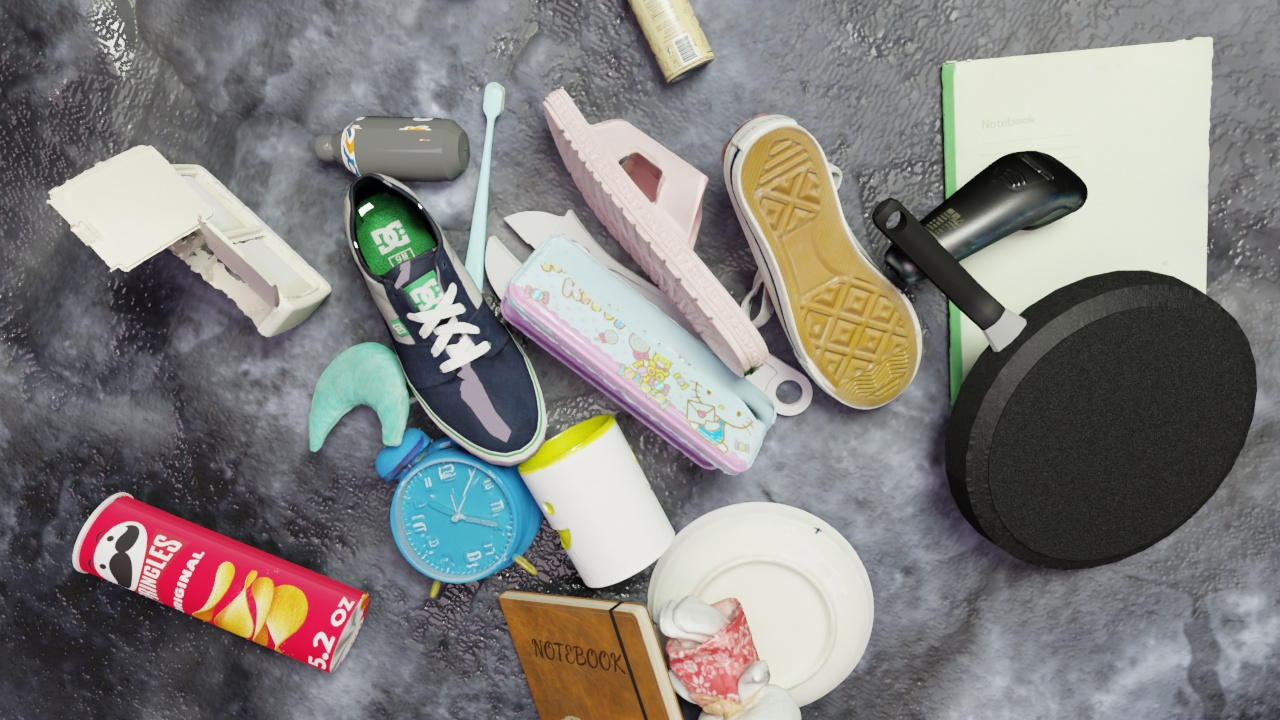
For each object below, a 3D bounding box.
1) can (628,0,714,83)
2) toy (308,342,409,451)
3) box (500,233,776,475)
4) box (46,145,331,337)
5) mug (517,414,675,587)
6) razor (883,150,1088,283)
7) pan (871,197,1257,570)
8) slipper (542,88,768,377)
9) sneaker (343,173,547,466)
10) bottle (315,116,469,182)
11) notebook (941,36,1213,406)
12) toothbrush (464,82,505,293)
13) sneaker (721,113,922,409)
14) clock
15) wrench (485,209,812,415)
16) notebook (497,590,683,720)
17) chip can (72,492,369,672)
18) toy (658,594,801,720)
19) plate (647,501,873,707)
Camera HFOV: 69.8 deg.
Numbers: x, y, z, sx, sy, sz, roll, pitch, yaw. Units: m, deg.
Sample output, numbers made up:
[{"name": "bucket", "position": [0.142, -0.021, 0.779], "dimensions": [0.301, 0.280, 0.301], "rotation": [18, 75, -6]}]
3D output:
[{"name": "can", "position": [0.019, -0.241, 0.649], "dimensions": [0.038, 0.038, 0.079], "rotation": [-26, 97, 9]}, {"name": "toy", "position": [-0.218, 0.028, 0.712], "dimensions": [0.105, 0.033, 0.085], "rotation": [-8, 70, 32]}, {"name": "box", "position": [0.000, -0.003, 0.667], "dimensions": [0.214, 0.096, 0.077], "rotation": [38, 83, -7]}, {"name": "box", "position": [-0.289, -0.085, 0.630], "dimensions": [0.143, 0.191, 0.069], "rotation": [43, 100, -11]}, {"name": "mug", "position": [-0.032, 0.106, 0.698], "dimensions": [0.083, 0.082, 0.106], "rotation": [-27, 98, 10]}, {"name": "razor", "position": [0.232, -0.092, 0.621], "dimensions": [0.151, 0.067, 0.054], "rotation": [-32, 56, -9]}, {"name": "pan", "position": [0.278, 0.011, 0.620], "dimensions": [0.356, 0.034, 0.225], "rotation": [38, 101, -22]}, {"name": "slipper", "position": [0.021, -0.097, 0.642], "dimensions": [0.064, 0.094, 0.239], "rotation": [-37, 82, -6]}, {"name": "sneaker", "position": [-0.144, -0.029, 0.659], "dimensions": [0.084, 0.079, 0.235], "rotation": [-31, 86, -11]}, {"name": "bottle", "position": [-0.184, -0.157, 0.680], "dimensions": [0.112, 0.047, 0.047], "rotation": [2, 101, 5]}, {"name": "notebook", "position": [0.314, -0.094, 0.663], "dimensions": [0.182, 0.010, 0.252], "rotation": [-3, 100, 7]}, {"name": "toothbrush", "position": [-0.120, -0.118, 0.699], "dimensions": [0.016, 0.016, 0.181], "rotation": [10, 103, 2]}, {"name": "sneaker", "position": [0.120, -0.068, 0.651], "dimensions": [0.118, 0.088, 0.241], "rotation": [-33, 118, -2]}, {"name": "clock", "position": [-0.144, 0.101, 0.719], "dimensions": [0.117, 0.060, 0.161], "rotation": [-17, 96, 9]}, {"name": "wrench", "position": [0.006, -0.027, 0.703], "dimensions": [0.273, 0.018, 0.087], "rotation": [32, 102, -2]}, {"name": "notebook", "position": [-0.015, 0.301, 0.718], "dimensions": [0.179, 0.014, 0.249], "rotation": [-9, 102, 44]}, {"name": "chip can", "position": [-0.337, 0.181, 0.749], "dimensions": [0.220, 0.069, 0.069], "rotation": [22, 102, 1]}, {"name": "toy", "position": [0.071, 0.261, 0.683], "dimensions": [0.159, 0.084, 0.194], "rotation": [-15, 101, 37]}, {"name": "plate", "position": [0.095, 0.204, 0.729], "dimensions": [0.182, 0.034, 0.182], "rotation": [1, 101, 6]}]
